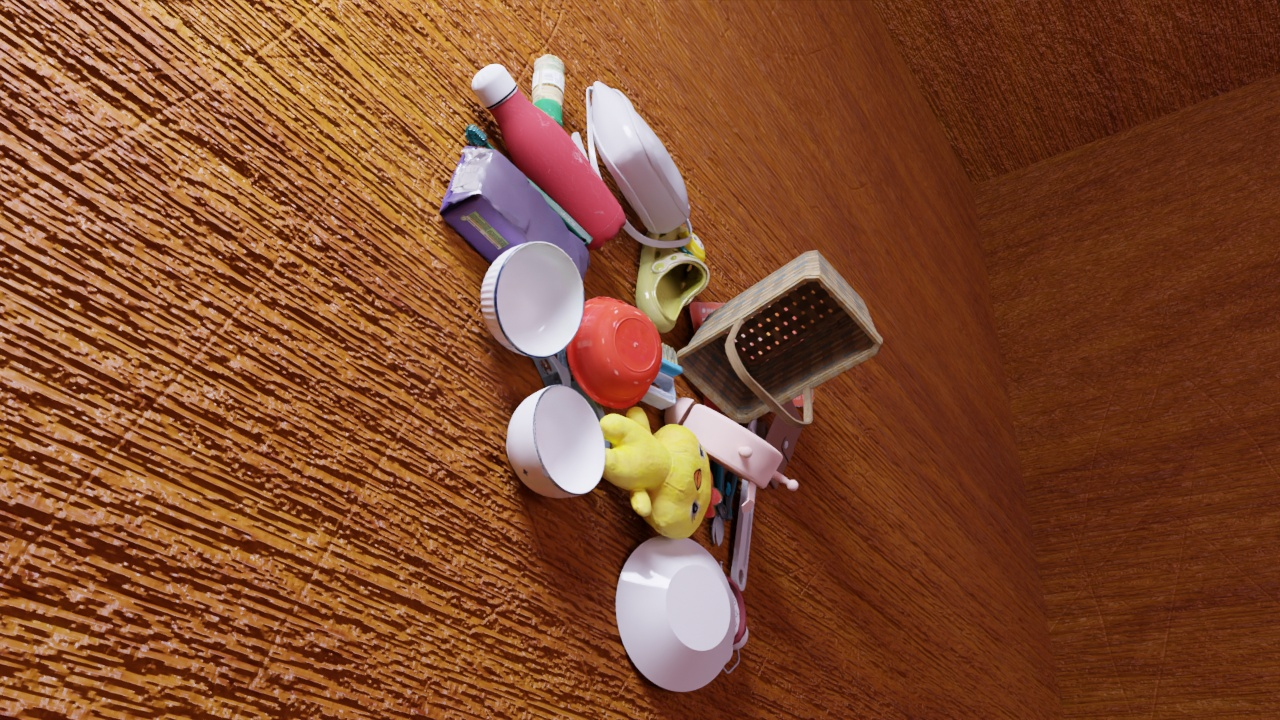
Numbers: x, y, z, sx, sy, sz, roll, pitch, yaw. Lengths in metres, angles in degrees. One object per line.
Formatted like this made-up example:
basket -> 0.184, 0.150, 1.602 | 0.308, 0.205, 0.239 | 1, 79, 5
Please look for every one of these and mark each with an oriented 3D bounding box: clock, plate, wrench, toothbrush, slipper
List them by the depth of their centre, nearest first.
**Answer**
plate -> 0.054, 0.280, 1.032 | 0.173, 0.036, 0.173 | 16, 62, -33
toothbrush -> -0.125, -0.194, 1.034 | 0.190, 0.016, 0.017 | 42, 21, -23
clock -> 0.095, 0.317, 1.121 | 0.087, 0.044, 0.124 | -18, 89, -59
clock -> 0.106, 0.117, 1.167 | 0.086, 0.160, 0.131 | -53, 134, 0
slipper -> 0.047, -0.122, 1.243 | 0.091, 0.082, 0.190 | 46, 42, -32
wrench -> 0.155, 0.201, 1.297 | 0.087, 0.018, 0.272 | 55, 37, -45

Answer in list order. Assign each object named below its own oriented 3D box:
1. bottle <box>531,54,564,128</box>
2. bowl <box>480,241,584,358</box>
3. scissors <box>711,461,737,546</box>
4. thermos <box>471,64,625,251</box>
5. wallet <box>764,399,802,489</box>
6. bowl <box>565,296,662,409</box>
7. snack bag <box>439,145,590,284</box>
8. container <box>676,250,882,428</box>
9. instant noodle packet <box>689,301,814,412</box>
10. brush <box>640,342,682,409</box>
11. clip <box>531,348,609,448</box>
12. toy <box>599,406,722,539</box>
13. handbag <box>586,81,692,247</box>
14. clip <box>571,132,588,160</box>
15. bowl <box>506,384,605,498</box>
bottle -> -0.115, -0.325, 1.127 | 0.043, 0.043, 0.110 | 34, 46, -45
bowl -> -0.121, -0.062, 0.945 | 0.117, 0.062, 0.118 | -3, 94, -46
scissors -> 0.113, 0.182, 1.245 | 0.149, 0.019, 0.131 | -9, 81, -60
thermos -> -0.108, -0.235, 1.060 | 0.240, 0.073, 0.073 | 52, 36, -28
wallet -> 0.208, 0.119, 1.357 | 0.120, 0.013, 0.087 | -61, 140, -27
bowl -> -0.019, -0.014, 1.028 | 0.130, 0.045, 0.130 | 13, 70, -39
snack bag -> -0.126, -0.138, 0.996 | 0.205, 0.059, 0.096 | 44, 40, -38
container -> 0.175, -0.009, 1.199 | 0.157, 0.251, 0.185 | 43, 38, -20
instant noodle packet -> 0.157, -0.004, 1.372 | 0.220, 0.084, 0.164 | 1, 78, -48
brush -> -0.007, 0.006, 1.111 | 0.135, 0.055, 0.075 | 27, 48, -49
clip -> -0.070, 0.038, 1.025 | 0.106, 0.028, 0.163 | -31, 101, -60
toy -> 0.017, 0.128, 1.042 | 0.207, 0.092, 0.133 | 43, 45, -49
handbag -> -0.011, -0.273, 1.230 | 0.216, 0.096, 0.222 | 52, 14, -43
clip -> -0.084, -0.227, 1.144 | 0.057, 0.054, 0.102 | -157, -134, -85
bowl -> -0.093, 0.086, 0.926 | 0.113, 0.063, 0.113 | 33, 47, -46
